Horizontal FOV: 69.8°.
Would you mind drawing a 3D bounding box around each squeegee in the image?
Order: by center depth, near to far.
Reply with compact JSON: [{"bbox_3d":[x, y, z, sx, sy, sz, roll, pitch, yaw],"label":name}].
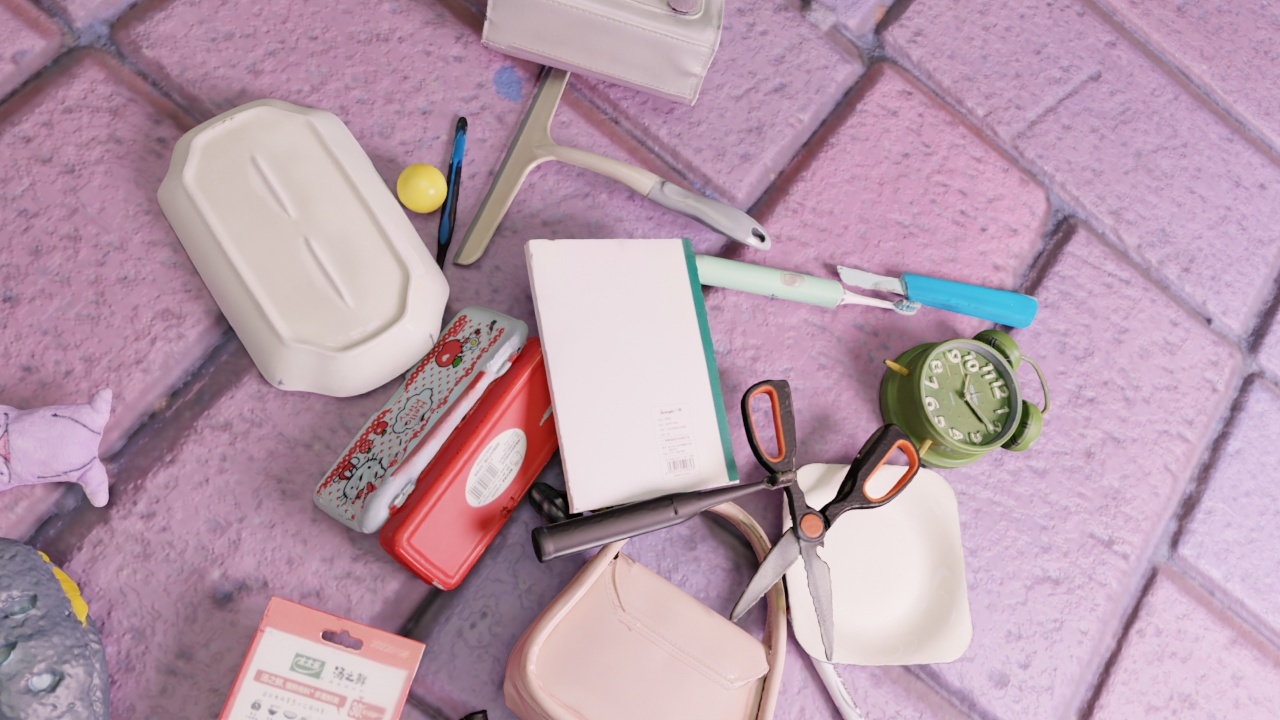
[{"bbox_3d":[0.001,-0.149,0.787,0.246,0.039,0.246,22,70,0],"label":"squeegee"}]

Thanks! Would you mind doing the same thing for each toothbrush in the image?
[{"bbox_3d":[0.024,0.112,0.688,0.212,0.027,0.026,-12,66,-19],"label":"toothbrush"},{"bbox_3d":[-0.162,-0.122,0.771,0.014,0.016,0.189,5,71,-4],"label":"toothbrush"},{"bbox_3d":[0.147,-0.064,0.825,0.224,0.027,0.026,10,68,-12],"label":"toothbrush"}]

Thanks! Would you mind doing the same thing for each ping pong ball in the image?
[{"bbox_3d":[-0.180,-0.142,0.754,0.040,0.040,0.040,4,74,-14],"label":"ping pong ball"}]

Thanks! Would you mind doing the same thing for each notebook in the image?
[{"bbox_3d":[-0.004,0.004,0.720,0.150,0.012,0.209,-6,80,-29],"label":"notebook"}]

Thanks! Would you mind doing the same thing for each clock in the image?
[{"bbox_3d":[0.295,0.033,0.821,0.161,0.056,0.116,-10,79,-17],"label":"clock"}]

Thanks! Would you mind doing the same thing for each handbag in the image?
[{"bbox_3d":[0.026,0.204,0.699,0.193,0.094,0.233,34,61,-3],"label":"handbag"},{"bbox_3d":[-0.026,-0.323,0.809,0.197,0.099,0.144,14,52,-9],"label":"handbag"}]

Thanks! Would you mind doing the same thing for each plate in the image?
[{"bbox_3d":[-0.264,-0.098,0.715,0.161,0.034,0.265,-31,81,-17],"label":"plate"},{"bbox_3d":[0.191,0.168,0.765,0.163,0.034,0.164,4,71,-13],"label":"plate"}]

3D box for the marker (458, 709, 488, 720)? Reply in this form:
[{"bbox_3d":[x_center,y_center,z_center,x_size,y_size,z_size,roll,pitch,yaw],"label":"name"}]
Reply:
[{"bbox_3d":[-0.106,0.320,0.657,0.022,0.020,0.132,-15,78,-1],"label":"marker"}]

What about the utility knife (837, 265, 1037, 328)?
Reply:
[{"bbox_3d":[0.280,-0.063,0.863,0.209,0.018,0.034,10,72,-13],"label":"utility knife"}]

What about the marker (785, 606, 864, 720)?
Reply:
[{"bbox_3d":[0.158,0.264,0.742,0.017,0.017,0.145,-26,83,-20],"label":"marker"}]

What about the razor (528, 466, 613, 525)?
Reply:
[{"bbox_3d":[-0.035,0.067,0.733,0.068,0.062,0.167,14,63,23],"label":"razor"}]

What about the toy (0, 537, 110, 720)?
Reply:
[{"bbox_3d":[-0.417,0.194,0.582,0.138,0.091,0.356,-35,84,7],"label":"toy"}]

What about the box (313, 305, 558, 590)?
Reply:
[{"bbox_3d":[-0.143,0.061,0.710,0.201,0.100,0.112,-55,127,-22],"label":"box"}]

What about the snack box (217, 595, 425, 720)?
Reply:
[{"bbox_3d":[-0.225,0.241,0.634,0.113,0.044,0.127,21,72,-7],"label":"snack box"}]

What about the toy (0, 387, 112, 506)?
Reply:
[{"bbox_3d":[-0.425,0.063,0.636,0.108,0.039,0.084,-2,84,-16],"label":"toy"}]

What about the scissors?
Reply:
[{"bbox_3d":[0.136,0.113,0.738,0.220,0.022,0.230,-24,75,-21],"label":"scissors"}]
